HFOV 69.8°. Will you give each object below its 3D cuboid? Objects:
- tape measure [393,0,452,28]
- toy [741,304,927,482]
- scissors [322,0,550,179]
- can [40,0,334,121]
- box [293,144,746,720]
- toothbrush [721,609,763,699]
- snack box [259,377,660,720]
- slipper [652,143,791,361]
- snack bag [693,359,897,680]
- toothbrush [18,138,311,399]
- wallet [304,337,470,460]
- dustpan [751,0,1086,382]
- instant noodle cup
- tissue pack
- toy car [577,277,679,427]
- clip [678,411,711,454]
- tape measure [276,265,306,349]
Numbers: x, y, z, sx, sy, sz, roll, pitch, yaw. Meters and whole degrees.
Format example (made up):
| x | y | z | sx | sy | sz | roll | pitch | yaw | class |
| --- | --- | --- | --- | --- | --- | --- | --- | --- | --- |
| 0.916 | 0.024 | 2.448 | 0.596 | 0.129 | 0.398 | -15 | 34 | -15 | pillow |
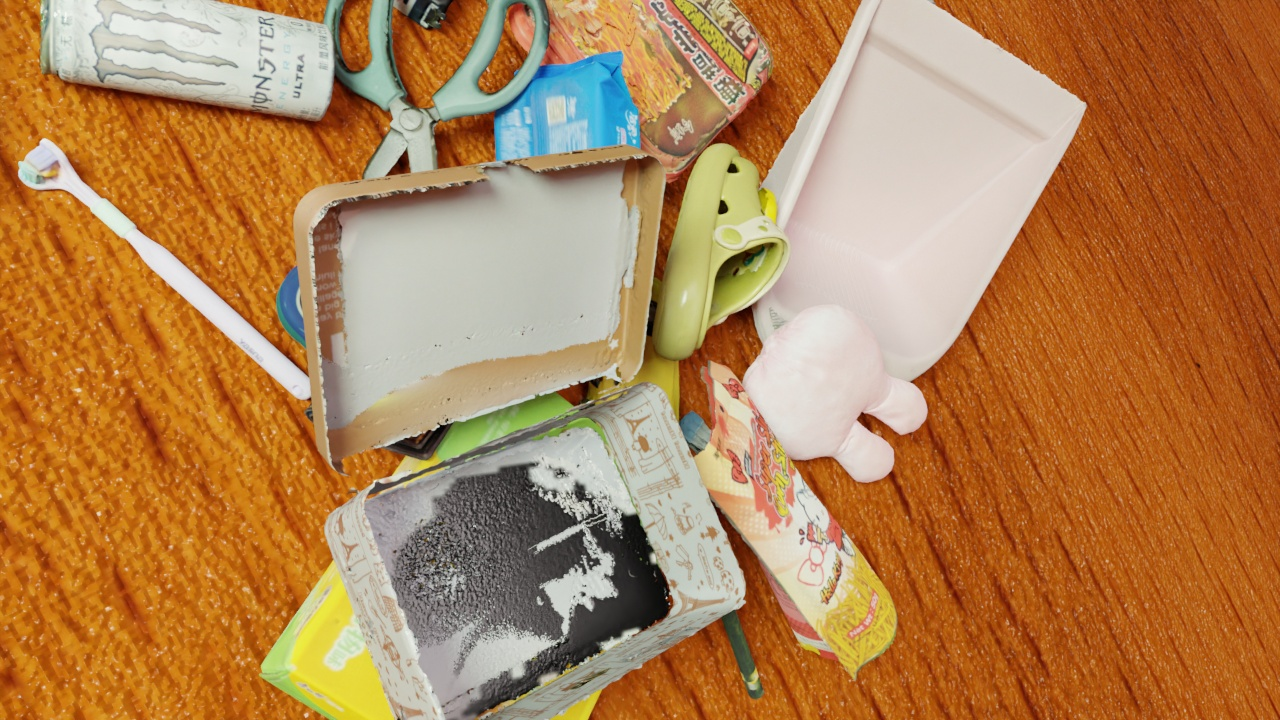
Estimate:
| x | y | z | sx | sy | sz | roll | pitch | yaw | class |
| --- | --- | --- | --- | --- | --- | --- | --- | --- | --- |
| -0.153 | -0.272 | 0.632 | 0.066 | 0.034 | 0.065 | 31 | 59 | -21 | tape measure |
| 0.147 | 0.030 | 0.696 | 0.159 | 0.054 | 0.121 | 35 | 91 | -26 | toy |
| -0.124 | -0.187 | 0.584 | 0.179 | 0.019 | 0.172 | -15 | 81 | 3 | scissors |
| -0.253 | -0.177 | 0.522 | 0.146 | 0.058 | 0.058 | 2 | 73 | -32 | can |
| -0.058 | 0.040 | 0.445 | 0.178 | 0.124 | 0.274 | -19 | 106 | -35 | box |
| 0.053 | 0.149 | 0.588 | 0.017 | 0.012 | 0.186 | -56 | 134 | -50 | toothbrush |
| -0.084 | 0.123 | 0.523 | 0.157 | 0.070 | 0.209 | 39 | 58 | -15 | snack box |
| 0.059 | -0.069 | 0.629 | 0.081 | 0.092 | 0.190 | 17 | 46 | 2 | slipper |
| 0.094 | 0.106 | 0.612 | 0.208 | 0.073 | 0.128 | 57 | 23 | -20 | snack bag |
| -0.253 | -0.044 | 0.502 | 0.189 | 0.029 | 0.021 | 44 | 19 | -14 | toothbrush |
| -0.124 | -0.003 | 0.531 | 0.122 | 0.096 | 0.020 | -58 | 144 | -31 | wallet |
| 0.205 | -0.105 | 0.702 | 0.222 | 0.274 | 0.138 | 17 | 41 | -24 | dustpan |
| -0.003 | -0.224 | 0.683 | 0.164 | 0.079 | 0.188 | 47 | 55 | -11 | instant noodle cup |
| -0.045 | -0.118 | 0.596 | 0.052 | 0.095 | 0.157 | -2 | 90 | -57 | tissue pack |
| -0.004 | 0.004 | 0.631 | 0.071 | 0.041 | 0.155 | 17 | 64 | -28 | toy car |
| 0.050 | 0.062 | 0.658 | 0.057 | 0.030 | 0.024 | 47 | 51 | -4 | clip |
| -0.184 | -0.033 | 0.539 | 0.054 | 0.025 | 0.058 | 48 | 52 | -8 | tape measure |
